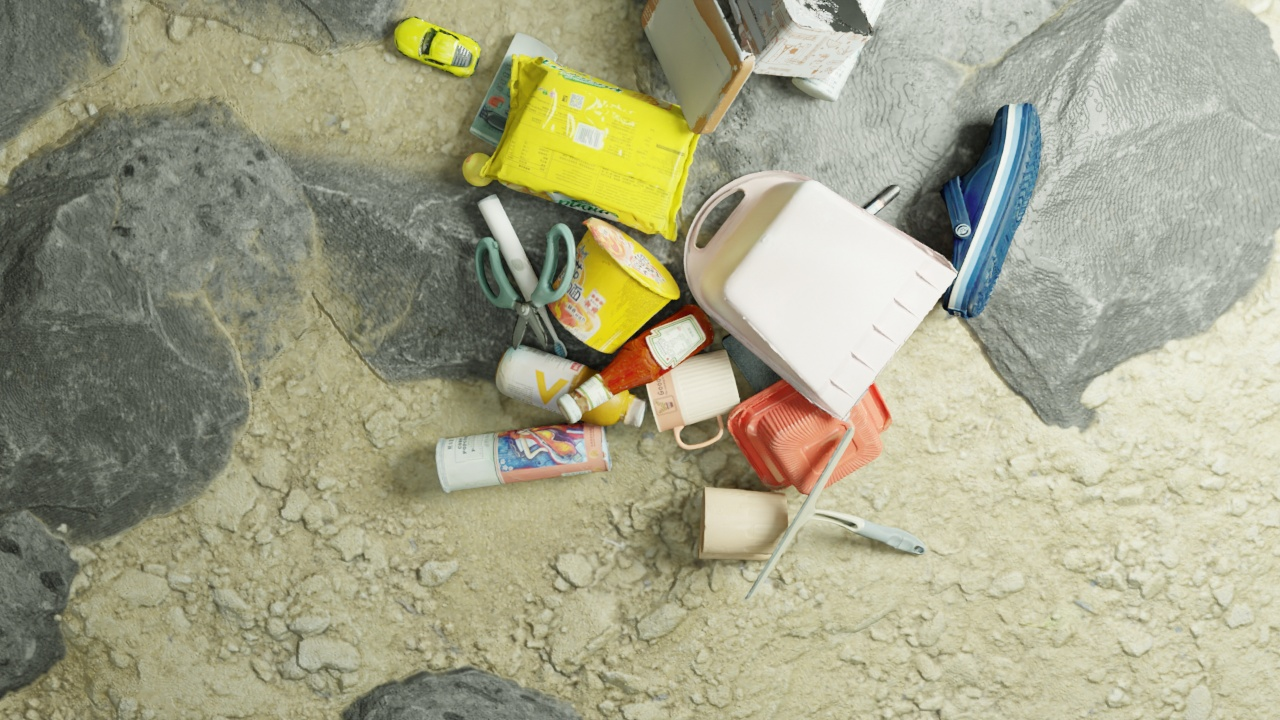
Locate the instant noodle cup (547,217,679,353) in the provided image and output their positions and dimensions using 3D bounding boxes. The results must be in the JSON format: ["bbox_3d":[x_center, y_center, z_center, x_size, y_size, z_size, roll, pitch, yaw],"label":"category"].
[{"bbox_3d":[-0.039,-0.084,1.099,0.138,0.137,0.110,40,109,-6],"label":"instant noodle cup"}]

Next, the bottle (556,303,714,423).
[{"bbox_3d":[-0.006,0.006,1.087,0.205,0.060,0.060,-33,99,-16],"label":"bottle"}]

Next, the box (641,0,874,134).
[{"bbox_3d":[0.118,-0.371,1.023,0.156,0.194,0.183,-8,72,-34],"label":"box"}]

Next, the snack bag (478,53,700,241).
[{"bbox_3d":[-0.051,-0.252,1.083,0.246,0.068,0.158,17,101,-6],"label":"snack bag"}]

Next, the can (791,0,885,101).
[{"bbox_3d":[0.232,-0.377,1.060,0.058,0.058,0.147,25,101,-3],"label":"can"}]

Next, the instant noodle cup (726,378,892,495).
[{"bbox_3d":[0.215,0.087,1.120,0.189,0.079,0.164,-32,126,8],"label":"instant noodle cup"}]

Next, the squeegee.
[{"bbox_3d":[0.272,0.209,1.155,0.246,0.039,0.247,19,106,-32],"label":"squeegee"}]

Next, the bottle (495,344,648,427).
[{"bbox_3d":[-0.084,0.036,1.137,0.189,0.068,0.068,18,102,10],"label":"bottle"}]

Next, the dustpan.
[{"bbox_3d":[0.192,-0.101,1.087,0.273,0.139,0.222,41,90,-10],"label":"dustpan"}]

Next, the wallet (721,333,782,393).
[{"bbox_3d":[0.176,-0.019,1.158,0.121,0.019,0.097,-33,96,10],"label":"wallet"}]

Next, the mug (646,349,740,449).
[{"bbox_3d":[0.067,0.051,1.138,0.106,0.081,0.114,-14,84,3],"label":"mug"}]

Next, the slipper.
[{"bbox_3d":[0.399,-0.176,1.081,0.095,0.105,0.253,18,96,26],"label":"slipper"}]

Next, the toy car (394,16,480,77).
[{"bbox_3d":[-0.244,-0.374,1.093,0.105,0.032,0.048,21,102,-1],"label":"toy car"}]

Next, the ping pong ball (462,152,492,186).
[{"bbox_3d":[-0.196,-0.232,1.115,0.040,0.040,0.040,0,101,2],"label":"ping pong ball"}]

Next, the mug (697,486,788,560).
[{"bbox_3d":[0.129,0.218,1.175,0.103,0.084,0.125,3,136,1],"label":"mug"}]

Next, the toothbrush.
[{"bbox_3d":[-0.143,-0.102,1.147,0.027,0.026,0.221,-22,100,18],"label":"toothbrush"}]

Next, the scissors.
[{"bbox_3d":[-0.144,-0.103,1.093,0.178,0.019,0.171,38,118,30],"label":"scissors"}]

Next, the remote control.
[{"bbox_3d":[-0.153,-0.323,1.106,0.056,0.019,0.135,29,101,-3],"label":"remote control"}]

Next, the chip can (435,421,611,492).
[{"bbox_3d":[-0.147,0.121,1.171,0.215,0.071,0.071,-7,101,3],"label":"chip can"}]

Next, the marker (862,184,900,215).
[{"bbox_3d":[0.267,-0.172,1.124,0.124,0.015,0.018,-40,99,7],"label":"marker"}]
